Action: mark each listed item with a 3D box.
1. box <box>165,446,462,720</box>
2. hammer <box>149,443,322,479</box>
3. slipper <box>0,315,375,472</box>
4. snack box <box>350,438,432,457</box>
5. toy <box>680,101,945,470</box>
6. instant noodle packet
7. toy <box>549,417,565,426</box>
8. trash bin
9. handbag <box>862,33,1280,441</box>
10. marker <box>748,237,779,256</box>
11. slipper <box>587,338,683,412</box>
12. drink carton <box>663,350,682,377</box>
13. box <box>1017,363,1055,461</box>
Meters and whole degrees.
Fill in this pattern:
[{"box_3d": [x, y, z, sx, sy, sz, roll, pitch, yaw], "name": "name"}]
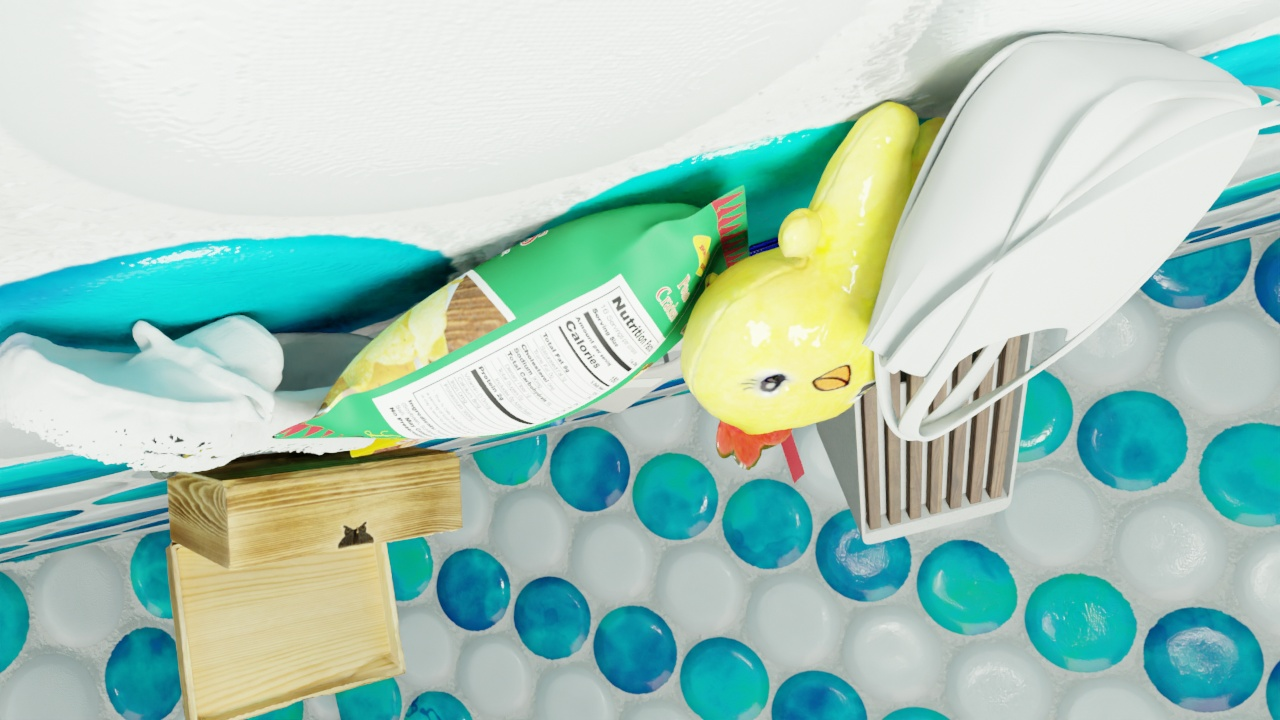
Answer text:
[{"box_3d": [-0.406, 0.276, 1.127, 0.278, 0.334, 0.287, -6, -175, -40], "name": "box"}, {"box_3d": [-0.400, 0.094, 1.064, 0.130, 0.032, 0.318, -16, 175, 13], "name": "hammer"}, {"box_3d": [-0.218, 0.013, 0.492, 0.112, 0.074, 0.246, 16, -175, 23], "name": "slipper"}, {"box_3d": [-0.226, 0.049, 0.893, 0.106, 0.061, 0.083, -19, 173, 38], "name": "snack box"}, {"box_3d": [0.091, -0.035, 0.479, 0.133, 0.092, 0.208, 2, 135, -38], "name": "toy"}, {"box_3d": [-0.052, -0.014, 0.524, 0.253, 0.090, 0.195, -28, 173, 5], "name": "instant noodle packet"}, {"box_3d": [-0.173, 0.050, 1.034, 0.176, 0.071, 0.113, -4, 172, 1], "name": "toy"}, {"box_3d": [0.191, 0.008, 0.655, 0.114, 0.114, 0.229, -15, 133, 1], "name": "trash bin"}, {"box_3d": [0.199, -0.039, 0.452, 0.215, 0.095, 0.223, -12, 136, -34], "name": "handbag"}, {"box_3d": [0.141, -0.088, 0.665, 0.133, 0.027, 0.023, -18, 174, 15], "name": "marker"}, {"box_3d": [-0.005, 0.005, 0.831, 0.266, 0.081, 0.113, -17, -163, -4], "name": "slipper"}, {"box_3d": [0.084, -0.024, 0.931, 0.125, 0.076, 0.048, -10, 174, -5], "name": "drink carton"}, {"box_3d": [0.304, 0.005, 0.891, 0.153, 0.213, 0.164, -16, -179, 7], "name": "box"}]
